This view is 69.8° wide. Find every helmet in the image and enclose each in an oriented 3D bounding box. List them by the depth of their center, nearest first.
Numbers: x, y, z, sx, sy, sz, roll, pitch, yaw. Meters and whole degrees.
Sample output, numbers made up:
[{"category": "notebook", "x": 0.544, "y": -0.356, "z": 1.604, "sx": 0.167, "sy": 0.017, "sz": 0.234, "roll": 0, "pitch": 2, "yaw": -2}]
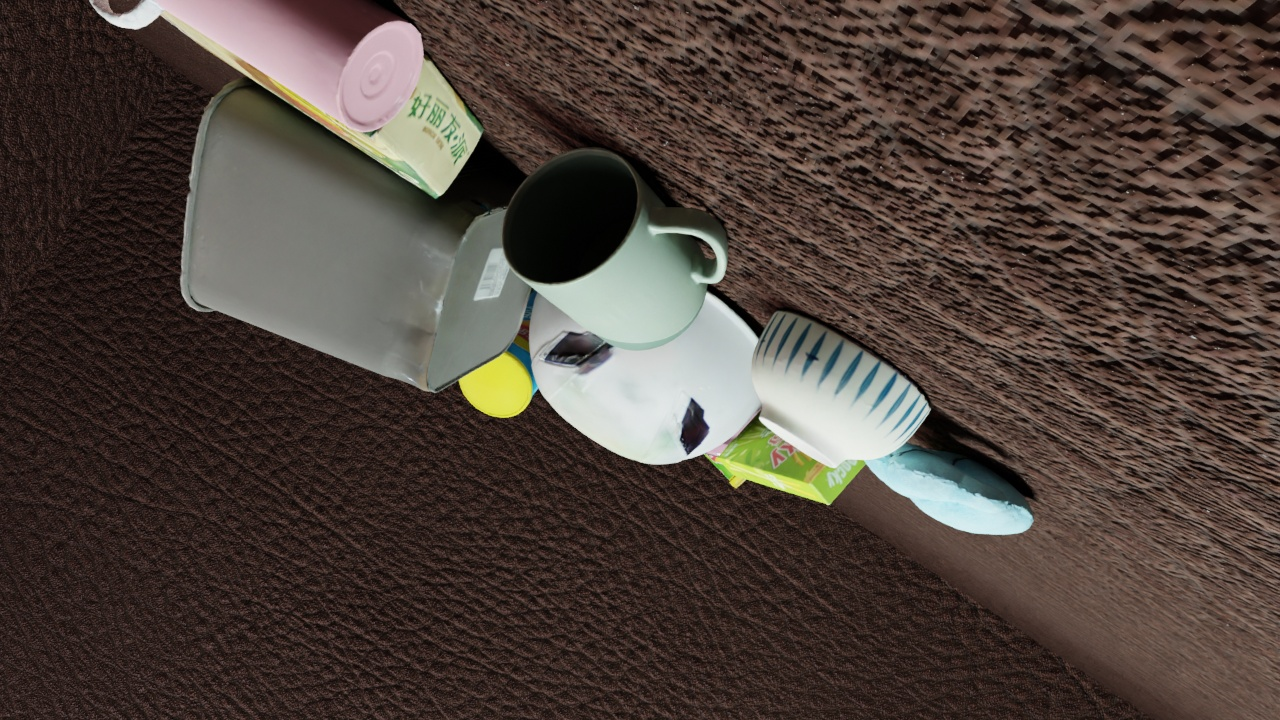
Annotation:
[{"category": "helmet", "x": -0.005, "y": 0.004, "z": 0.781, "sx": 0.229, "sy": 0.146, "sz": 0.259, "roll": 34, "pitch": 177, "yaw": -8}]

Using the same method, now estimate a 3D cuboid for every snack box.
[{"category": "snack box", "x": -0.227, "y": -0.205, "z": 0.607, "sx": 0.240, "sy": 0.063, "sz": 0.114, "roll": 33, "pitch": 177, "yaw": 13}, {"category": "snack box", "x": 0.128, "y": 0.065, "z": 0.733, "sx": 0.026, "sy": 0.085, "sz": 0.156, "roll": 48, "pitch": 166, "yaw": -15}]

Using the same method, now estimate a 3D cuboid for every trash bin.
[{"category": "trash bin", "x": -0.211, "y": -0.100, "z": 0.743, "sx": 0.220, "sy": 0.199, "sz": 0.198, "roll": 25, "pitch": -155, "yaw": 14}]

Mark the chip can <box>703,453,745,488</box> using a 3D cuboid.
[{"category": "chip can", "x": 0.058, "y": 0.044, "z": 1.060, "sx": 0.221, "sy": 0.072, "sz": 0.072, "roll": 46, "pitch": 179, "yaw": 10}]

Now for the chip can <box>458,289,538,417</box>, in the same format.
[{"category": "chip can", "x": -0.102, "y": -0.026, "z": 0.909, "sx": 0.071, "sy": 0.071, "sz": 0.209, "roll": 34, "pitch": -148, "yaw": -1}]

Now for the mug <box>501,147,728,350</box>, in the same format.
[{"category": "mug", "x": -0.002, "y": -0.058, "z": 0.511, "sx": 0.112, "sy": 0.082, "sz": 0.106, "roll": -4, "pitch": 157, "yaw": 27}]

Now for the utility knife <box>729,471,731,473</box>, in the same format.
[{"category": "utility knife", "x": 0.130, "y": 0.085, "z": 0.987, "sx": 0.033, "sy": 0.015, "sz": 0.217, "roll": 16, "pitch": -160, "yaw": 17}]

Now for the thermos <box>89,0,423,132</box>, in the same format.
[{"category": "thermos", "x": -0.223, "y": -0.195, "z": 0.511, "sx": 0.198, "sy": 0.087, "sz": 0.067, "roll": 32, "pitch": 179, "yaw": 11}]

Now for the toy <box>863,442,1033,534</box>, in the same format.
[{"category": "toy", "x": 0.220, "y": 0.090, "z": 0.645, "sx": 0.156, "sy": 0.050, "sz": 0.161, "roll": 25, "pitch": 178, "yaw": -12}]

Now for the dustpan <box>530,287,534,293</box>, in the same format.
[{"category": "dustpan", "x": -0.130, "y": -0.094, "z": 1.145, "sx": 0.222, "sy": 0.143, "sz": 0.257, "roll": 6, "pitch": -134, "yaw": -44}]

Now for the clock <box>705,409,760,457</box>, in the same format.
[{"category": "clock", "x": 0.073, "y": 0.051, "z": 0.940, "sx": 0.158, "sy": 0.060, "sz": 0.117, "roll": 0, "pitch": -158, "yaw": -22}]

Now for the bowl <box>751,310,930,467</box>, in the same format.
[{"category": "bowl", "x": 0.118, "y": 0.026, "z": 0.588, "sx": 0.116, "sy": 0.066, "sz": 0.116, "roll": 34, "pitch": 177, "yaw": 2}]
